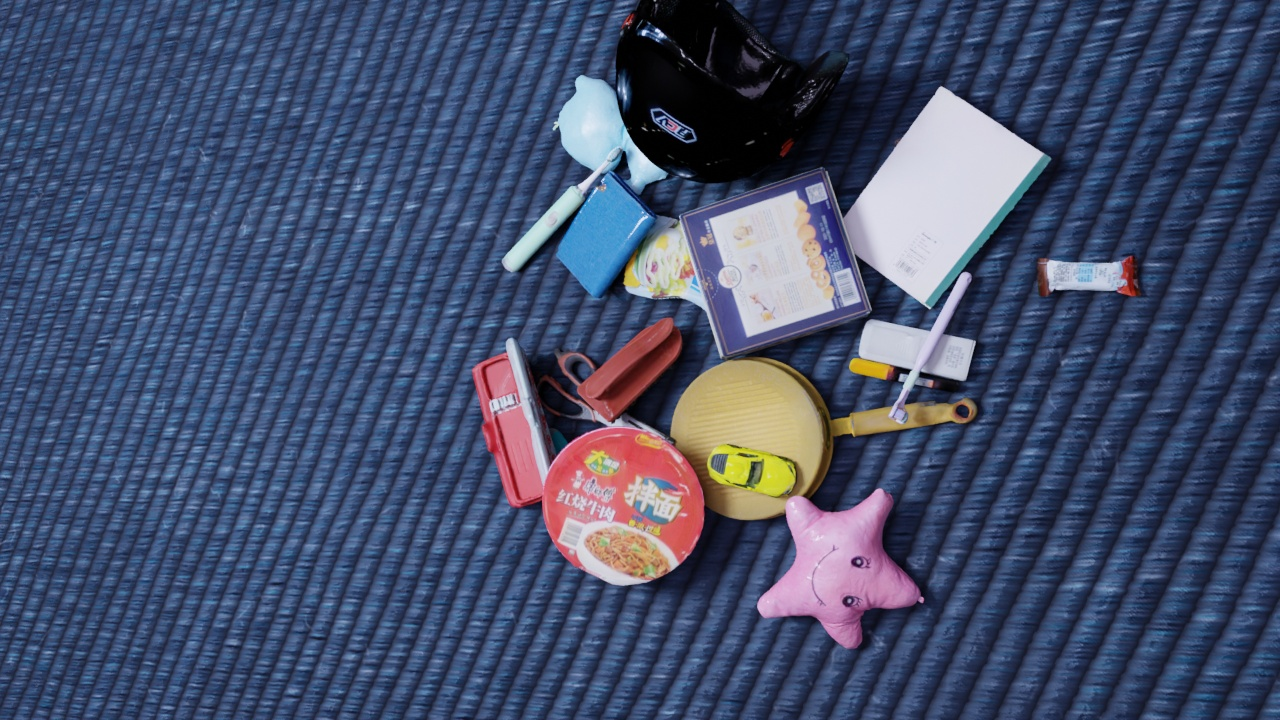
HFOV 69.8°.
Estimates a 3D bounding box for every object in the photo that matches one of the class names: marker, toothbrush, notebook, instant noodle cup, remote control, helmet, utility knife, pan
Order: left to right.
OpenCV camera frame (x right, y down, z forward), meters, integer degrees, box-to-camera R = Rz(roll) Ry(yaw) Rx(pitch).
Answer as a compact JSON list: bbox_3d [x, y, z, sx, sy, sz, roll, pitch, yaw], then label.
[{"bbox_3d":[-0.101,-0.197,1.196,0.026,0.027,0.225,44,110,-9],"label":"toothbrush"},{"bbox_3d":[-0.075,0.159,1.189,0.029,0.013,0.179,-39,75,16],"label":"utility knife"},{"bbox_3d":[-0.018,0.166,1.099,0.194,0.065,0.194,1,100,7],"label":"instant noodle cup"},{"bbox_3d":[0.081,-0.311,1.038,0.233,0.273,0.231,37,127,1],"label":"helmet"},{"bbox_3d":[0.208,0.082,1.085,0.358,0.078,0.197,-10,86,24],"label":"pan"},{"bbox_3d":[0.304,0.017,1.062,0.124,0.015,0.018,13,125,15],"label":"marker"},{"bbox_3d":[0.319,-0.013,1.064,0.125,0.024,0.049,13,91,18],"label":"remote control"},{"bbox_3d":[0.330,-0.016,1.037,0.021,0.029,0.189,21,83,53],"label":"toothbrush"},{"bbox_3d":[0.341,-0.186,1.058,0.150,0.012,0.209,40,106,17],"label":"notebook"}]

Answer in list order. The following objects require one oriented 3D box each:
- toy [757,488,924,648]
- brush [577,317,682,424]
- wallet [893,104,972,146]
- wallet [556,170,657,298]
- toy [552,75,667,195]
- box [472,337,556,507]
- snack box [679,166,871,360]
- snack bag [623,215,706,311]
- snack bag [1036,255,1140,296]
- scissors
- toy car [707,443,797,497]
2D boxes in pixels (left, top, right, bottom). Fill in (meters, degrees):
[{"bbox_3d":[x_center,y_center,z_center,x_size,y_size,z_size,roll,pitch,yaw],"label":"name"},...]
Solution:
[{"bbox_3d":[0.239,0.234,1.047,0.178,0.074,0.195,17,101,6],"label":"toy"},{"bbox_3d":[-0.007,0.007,1.125,0.145,0.069,0.063,-42,64,-12],"label":"brush"},{"bbox_3d":[0.362,-0.222,1.066,0.096,0.020,0.122,-24,81,21],"label":"wallet"},{"bbox_3d":[-0.046,-0.160,1.166,0.133,0.040,0.106,-53,57,22],"label":"wallet"},{"bbox_3d":[-0.040,-0.291,1.187,0.156,0.049,0.161,-4,95,13],"label":"toy"},{"bbox_3d":[-0.151,0.081,1.180,0.155,0.073,0.201,-31,73,55],"label":"box"},{"bbox_3d":[0.157,-0.112,1.086,0.182,0.045,0.178,-17,87,8],"label":"snack box"},{"bbox_3d":[0.079,-0.112,1.144,0.191,0.039,0.110,17,81,18],"label":"snack bag"},{"bbox_3d":[0.493,-0.092,1.010,0.104,0.026,0.048,-2,80,19],"label":"snack bag"},{"bbox_3d":[-0.043,0.051,1.166,0.207,0.015,0.191,-13,73,23],"label":"scissors"},{"bbox_3d":[0.128,0.128,1.060,0.105,0.032,0.048,11,94,22],"label":"toy car"}]
